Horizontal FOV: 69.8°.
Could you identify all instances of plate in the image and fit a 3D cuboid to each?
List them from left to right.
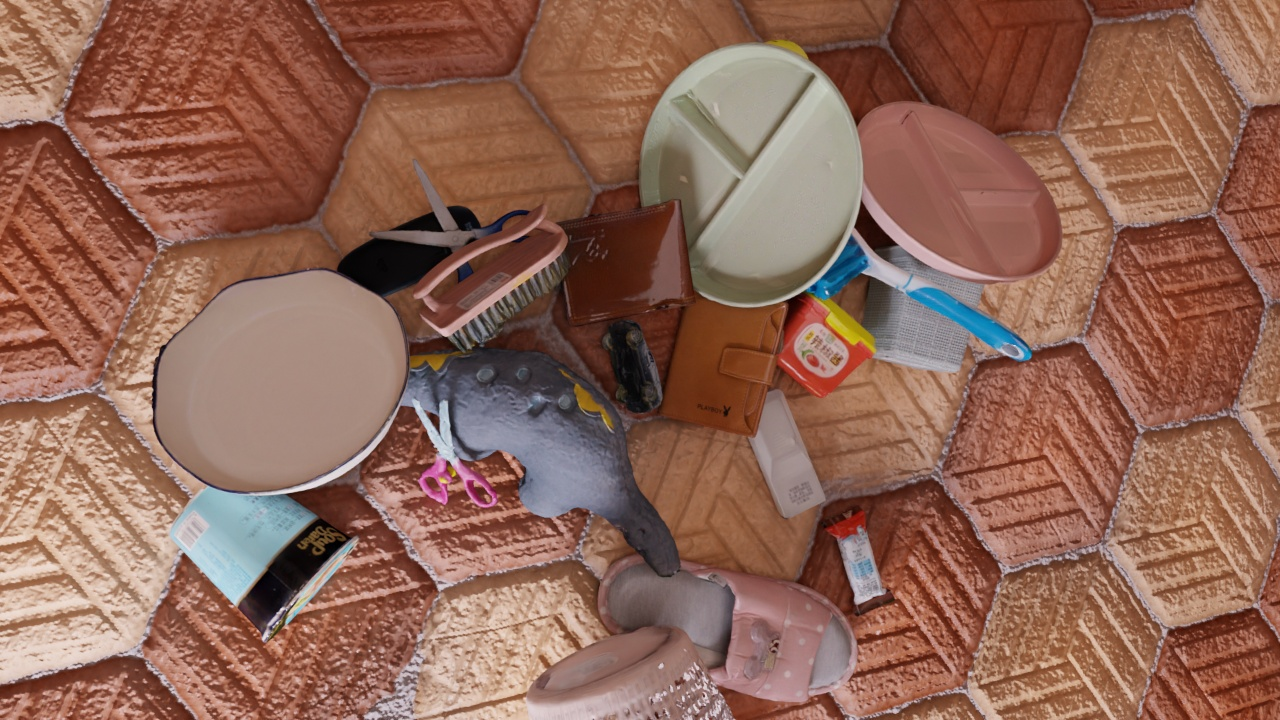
[{"bbox_3d":[-0.290,0.019,0.756,0.205,0.046,0.204,-1,61,1],"label":"plate"},{"bbox_3d":[0.095,-0.163,0.820,0.027,0.231,0.230,-18,95,-50],"label":"plate"},{"bbox_3d":[0.306,-0.163,0.896,0.229,0.028,0.229,11,54,-15],"label":"plate"}]

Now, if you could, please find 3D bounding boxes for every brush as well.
[{"bbox_3d":[-0.125,-0.075,0.802,0.145,0.063,0.073,-38,122,-15],"label":"brush"},{"bbox_3d":[0.206,-0.084,0.846,0.109,0.061,0.314,-31,64,-29],"label":"brush"}]

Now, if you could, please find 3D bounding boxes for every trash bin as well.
[{"bbox_3d":[0.001,0.345,0.785,0.227,0.228,0.192,-20,88,-13],"label":"trash bin"}]

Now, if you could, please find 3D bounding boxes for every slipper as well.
[{"bbox_3d":[0.090,0.256,0.884,0.274,0.054,0.114,21,86,-11],"label":"slipper"}]

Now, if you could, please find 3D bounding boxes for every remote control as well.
[{"bbox_3d":[-0.206,-0.097,0.827,0.136,0.024,0.053,-28,99,-12],"label":"remote control"},{"bbox_3d":[0.140,0.092,0.912,0.049,0.024,0.125,-24,96,-12],"label":"remote control"}]

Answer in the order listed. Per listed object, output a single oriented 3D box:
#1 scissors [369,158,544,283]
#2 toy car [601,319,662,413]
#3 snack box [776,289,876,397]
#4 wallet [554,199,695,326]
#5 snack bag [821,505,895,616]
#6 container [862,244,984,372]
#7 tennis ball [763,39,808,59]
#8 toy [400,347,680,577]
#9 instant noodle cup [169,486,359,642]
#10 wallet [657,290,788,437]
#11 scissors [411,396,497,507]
[{"bbox_3d":[-0.155,-0.103,0.828,0.162,0.012,0.176,-24,109,-24],"label":"scissors"},{"bbox_3d":[-0.005,0.005,0.868,0.034,0.043,0.090,-22,99,-40],"label":"toy car"},{"bbox_3d":[0.169,-0.017,0.894,0.091,0.082,0.080,39,95,-10],"label":"snack box"},{"bbox_3d":[-0.015,-0.091,0.855,0.124,0.032,0.101,-10,92,5],"label":"wallet"},{"bbox_3d":[0.221,0.203,0.930,0.048,0.026,0.104,-22,96,-6],"label":"snack bag"},{"bbox_3d":[0.278,-0.050,0.913,0.090,0.090,0.111,12,90,-13],"label":"container"},{"bbox_3d":[0.132,-0.276,0.887,0.065,0.065,0.065,0,90,-14],"label":"tennis ball"},{"bbox_3d":[-0.094,0.067,0.821,0.356,0.091,0.138,33,101,-6],"label":"toy"},{"bbox_3d":[-0.318,0.153,0.767,0.120,0.111,0.111,41,81,-1],"label":"instant noodle cup"},{"bbox_3d":[0.078,0.000,0.867,0.108,0.031,0.131,13,87,30],"label":"wallet"},{"bbox_3d":[-0.159,0.083,0.794,0.093,0.138,0.017,18,42,9],"label":"scissors"}]
